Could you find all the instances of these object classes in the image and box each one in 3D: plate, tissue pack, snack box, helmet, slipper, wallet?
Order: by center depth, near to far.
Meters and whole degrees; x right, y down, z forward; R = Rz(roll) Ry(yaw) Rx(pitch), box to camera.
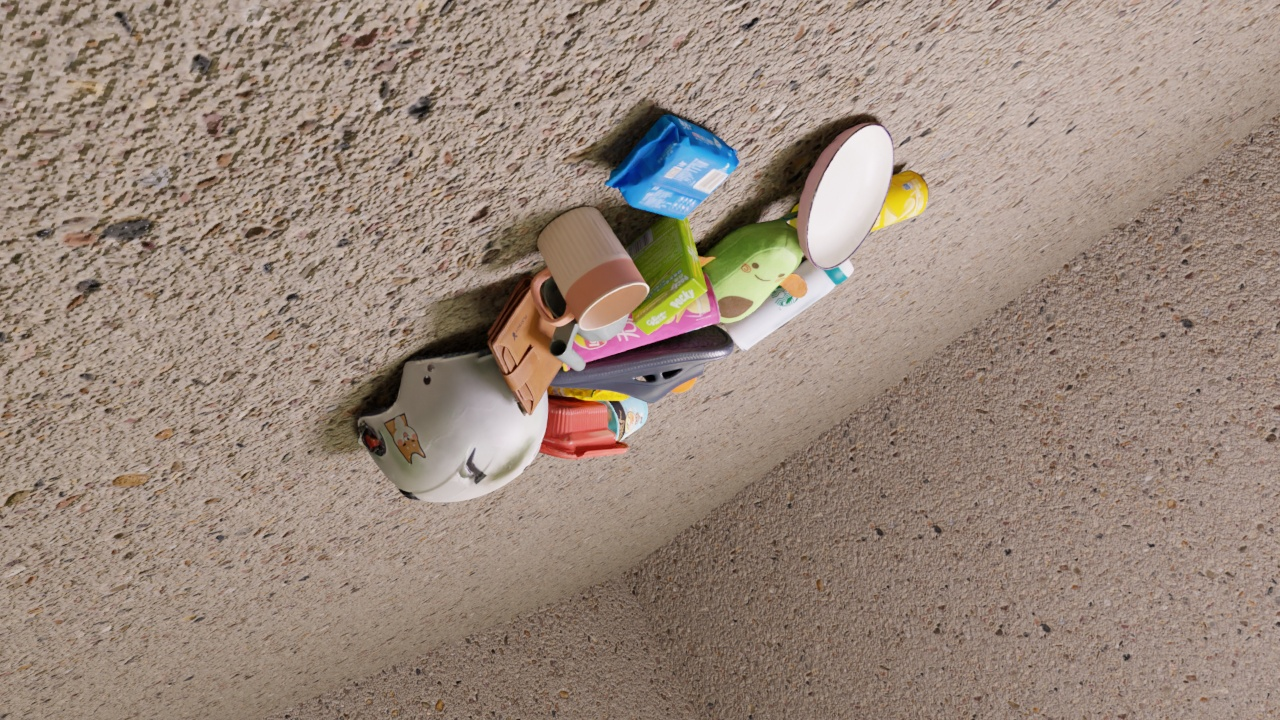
[{"bbox_3d":[0.033,-0.197,0.931,0.095,0.052,0.156,-41,160,25],"label":"tissue pack"},{"bbox_3d":[0.024,-0.103,1.033,0.086,0.156,0.026,-38,123,21],"label":"snack box"},{"bbox_3d":[-0.132,-0.011,1.050,0.131,0.035,0.118,70,35,-48],"label":"wallet"},{"bbox_3d":[-0.221,0.097,1.161,0.229,0.157,0.275,-8,152,-50],"label":"helmet"},{"bbox_3d":[0.254,-0.211,1.168,0.191,0.039,0.193,-32,138,-35],"label":"plate"},{"bbox_3d":[-0.007,0.007,1.236,0.268,0.110,0.083,-9,120,1],"label":"slipper"}]

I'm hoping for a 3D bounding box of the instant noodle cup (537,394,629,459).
[{"bbox_3d":[-0.125,0.094,1.344,0.189,0.079,0.164,12,-173,31],"label":"instant noodle cup"}]

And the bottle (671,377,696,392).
[{"bbox_3d":[0.039,0.013,1.515,0.067,0.066,0.149,-36,154,18],"label":"bottle"}]

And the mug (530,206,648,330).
[{"bbox_3d":[-0.065,-0.090,0.978,0.115,0.106,0.081,-33,162,11],"label":"mug"}]

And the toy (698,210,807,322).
[{"bbox_3d":[0.131,-0.112,1.248,0.226,0.090,0.248,6,148,-31],"label":"toy"}]

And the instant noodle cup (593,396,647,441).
[{"bbox_3d":[-0.050,0.090,1.523,0.111,0.111,0.120,-42,167,33],"label":"instant noodle cup"}]

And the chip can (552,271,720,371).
[{"bbox_3d":[-0.008,-0.050,1.170,0.210,0.071,0.071,-17,162,-3],"label":"chip can"}]

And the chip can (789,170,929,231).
[{"bbox_3d":[0.312,-0.212,1.301,0.212,0.072,0.072,-20,160,-29],"label":"chip can"}]

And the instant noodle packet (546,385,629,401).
[{"bbox_3d":[-0.080,0.036,1.352,0.111,0.044,0.128,3,179,30],"label":"instant noodle packet"}]

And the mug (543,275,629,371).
[{"bbox_3d":[-0.067,-0.052,1.077,0.103,0.084,0.124,48,61,-75],"label":"mug"}]

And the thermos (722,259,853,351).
[{"bbox_3d":[0.242,-0.105,1.495,0.225,0.073,0.073,-36,162,17],"label":"thermos"}]
